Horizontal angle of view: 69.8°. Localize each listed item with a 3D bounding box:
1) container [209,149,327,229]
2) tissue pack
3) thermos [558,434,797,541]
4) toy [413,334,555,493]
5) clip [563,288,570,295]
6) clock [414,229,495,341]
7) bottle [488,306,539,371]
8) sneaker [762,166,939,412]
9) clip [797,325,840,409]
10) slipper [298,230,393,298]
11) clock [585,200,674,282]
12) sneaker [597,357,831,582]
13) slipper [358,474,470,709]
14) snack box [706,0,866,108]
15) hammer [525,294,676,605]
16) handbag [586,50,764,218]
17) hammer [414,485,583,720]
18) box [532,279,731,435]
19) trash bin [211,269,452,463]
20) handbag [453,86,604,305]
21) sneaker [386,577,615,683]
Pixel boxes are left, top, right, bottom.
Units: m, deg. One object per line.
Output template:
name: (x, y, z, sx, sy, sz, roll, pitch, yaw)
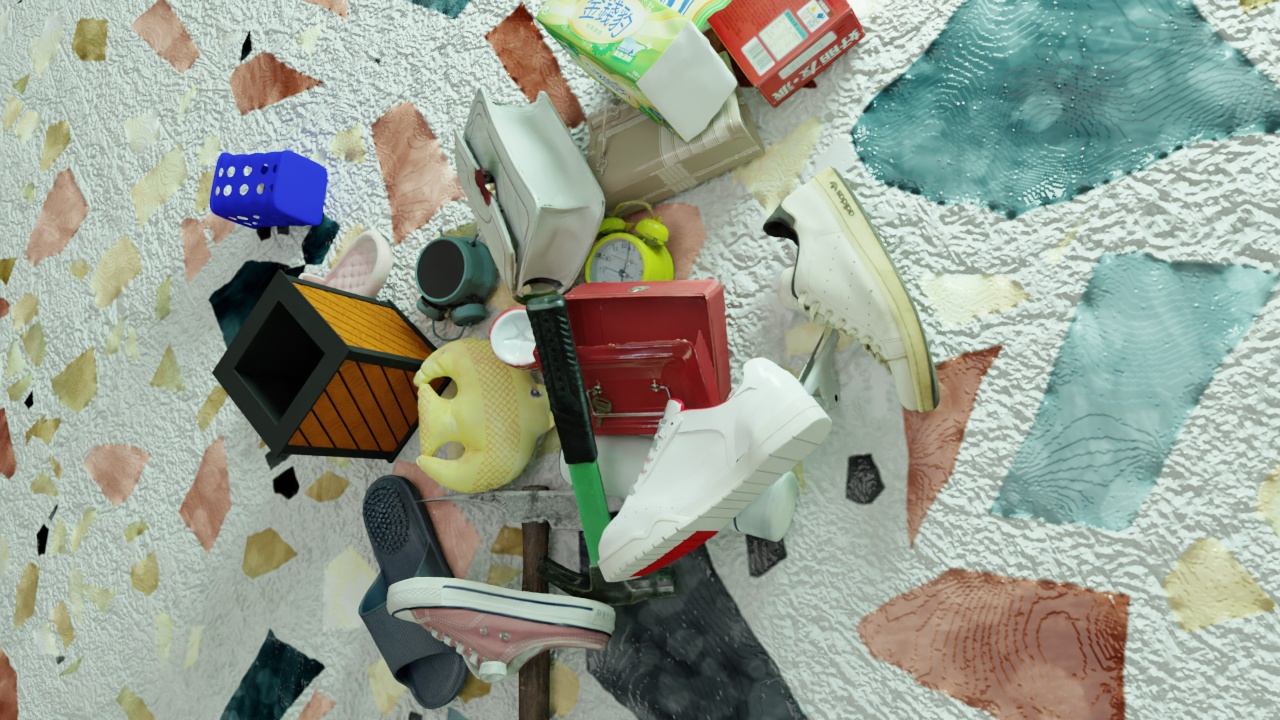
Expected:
container: (-0.473, -0.218, 1.173, 0.114, 0.084, 0.085, 3, 83, 26)
tissue pack: (0.014, -0.327, 0.889, 0.141, 0.120, 0.197, -49, 58, 5)
thermos: (0.033, 0.113, 0.879, 0.230, 0.067, 0.068, 11, 87, 27)
toy: (-0.166, 0.054, 0.978, 0.155, 0.064, 0.170, -6, 78, 2)
clip: (-0.090, -0.074, 0.993, 0.061, 0.023, 0.076, 15, 92, 26)
clock: (-0.214, -0.084, 1.040, 0.090, 0.053, 0.124, 9, 90, 28)
bottle: (-0.113, -0.019, 0.933, 0.062, 0.137, 0.062, 0, 86, 1)
sneaker: (0.179, -0.055, 0.814, 0.102, 0.089, 0.241, -26, 67, 12)
clip: (0.166, 0.018, 0.834, 0.044, 0.101, 0.054, 5, 129, 30)
slipper: (-0.382, -0.070, 1.115, 0.222, 0.055, 0.106, -43, 54, 12)
clock: (-0.011, -0.104, 0.937, 0.083, 0.057, 0.119, 7, 92, 29)
sneaker: (0.042, 0.089, 0.792, 0.237, 0.090, 0.104, -43, 64, 16)
slipper: (-0.260, 0.247, 1.001, 0.101, 0.082, 0.263, -28, 71, 18)
snack box: (0.110, -0.379, 0.914, 0.113, 0.060, 0.236, -37, 68, 19)
hammer: (-0.054, 0.091, 0.835, 0.130, 0.032, 0.319, -6, 115, 9)
handbag: (0.019, -0.271, 0.958, 0.176, 0.062, 0.197, -20, 66, 23)
hammer: (-0.143, 0.282, 0.961, 0.218, 0.037, 0.300, -4, 81, 26)
box: (0.001, -0.004, 0.876, 0.157, 0.137, 0.126, -1, 40, 17)
trash bin: (-0.335, 0.013, 1.020, 0.140, 0.171, 0.140, 42, 102, 25)
handbag: (-0.127, -0.174, 0.955, 0.198, 0.096, 0.142, 62, 141, 31)
sneaker: (-0.142, 0.265, 0.885, 0.241, 0.118, 0.087, 1, 67, 21)
